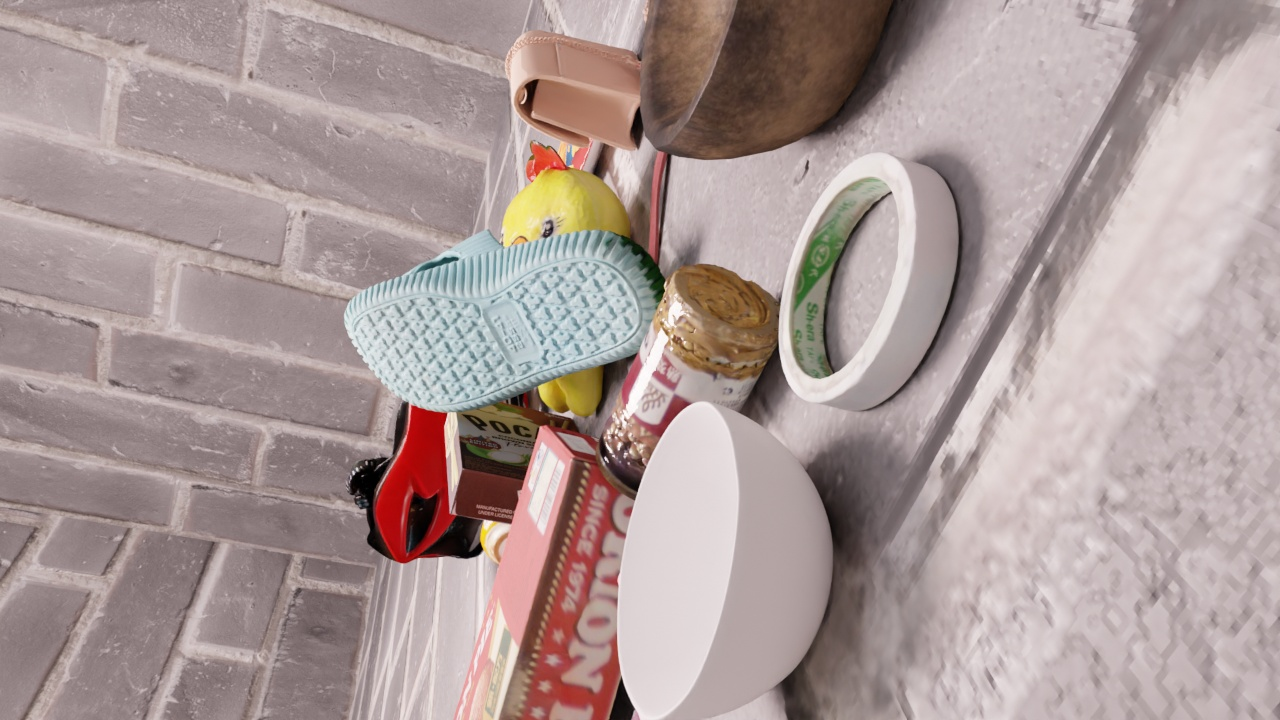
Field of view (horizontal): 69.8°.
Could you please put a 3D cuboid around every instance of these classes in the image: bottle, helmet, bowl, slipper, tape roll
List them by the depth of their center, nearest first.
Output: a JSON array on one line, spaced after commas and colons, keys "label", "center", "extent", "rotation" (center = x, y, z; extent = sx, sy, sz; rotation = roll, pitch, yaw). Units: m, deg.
[{"label": "tape roll", "center": [0.079, -0.028, 0.334], "extent": [0.094, 0.018, 0.094], "rotation": [-167, 91, -74]}, {"label": "bowl", "center": [0.034, 0.076, 0.341], "extent": [0.115, 0.050, 0.114], "rotation": [-167, 91, -74]}, {"label": "bowl", "center": [0.056, -0.169, 0.415], "extent": [0.162, 0.070, 0.162], "rotation": [-172, 91, -75]}, {"label": "bottle", "center": [0.021, 0.013, 0.429], "extent": [0.056, 0.056, 0.105], "rotation": [-98, 27, -53]}, {"label": "slipper", "center": [-0.093, -0.032, 0.645], "extent": [0.277, 0.116, 0.069], "rotation": [-13, 20, 33]}, {"label": "bottle", "center": [-0.094, 0.115, 0.735], "extent": [0.108, 0.063, 0.063], "rotation": [-99, 27, -59]}, {"label": "helmet", "center": [-0.201, 0.074, 0.941], "extent": [0.218, 0.167, 0.271], "rotation": [149, 133, -69]}]

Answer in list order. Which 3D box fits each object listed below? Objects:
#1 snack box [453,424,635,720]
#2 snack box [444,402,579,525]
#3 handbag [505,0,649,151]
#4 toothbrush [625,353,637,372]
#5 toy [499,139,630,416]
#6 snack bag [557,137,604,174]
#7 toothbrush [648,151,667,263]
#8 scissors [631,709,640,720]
[{"label": "snack box", "center": [-0.054, 0.161, 0.505], "extent": [0.113, 0.060, 0.236], "rotation": [-164, 90, -75]}, {"label": "snack box", "center": [-0.089, 0.073, 0.677], "extent": [0.186, 0.101, 0.032], "rotation": [-135, 59, -72]}, {"label": "handbag", "center": [-0.042, -0.295, 0.790], "extent": [0.198, 0.116, 0.188], "rotation": [-102, 29, -57]}, {"label": "toothbrush", "center": [-0.004, 0.004, 0.608], "extent": [0.167, 0.013, 0.013], "rotation": [-100, 28, -60]}, {"label": "toy", "center": [-0.057, -0.062, 0.711], "extent": [0.134, 0.092, 0.207], "rotation": [0, 86, 56]}, {"label": "snack bag", "center": [-0.064, -0.211, 0.940], "extent": [0.143, 0.039, 0.131], "rotation": [-91, 21, -45]}, {"label": "toothbrush", "center": [0.013, -0.141, 0.665], "extent": [0.015, 0.015, 0.184], "rotation": [-37, 43, 57]}, {"label": "scissors", "center": [-0.017, 0.218, 0.468], "extent": [0.175, 0.013, 0.170], "rotation": [121, 159, -44]}]
